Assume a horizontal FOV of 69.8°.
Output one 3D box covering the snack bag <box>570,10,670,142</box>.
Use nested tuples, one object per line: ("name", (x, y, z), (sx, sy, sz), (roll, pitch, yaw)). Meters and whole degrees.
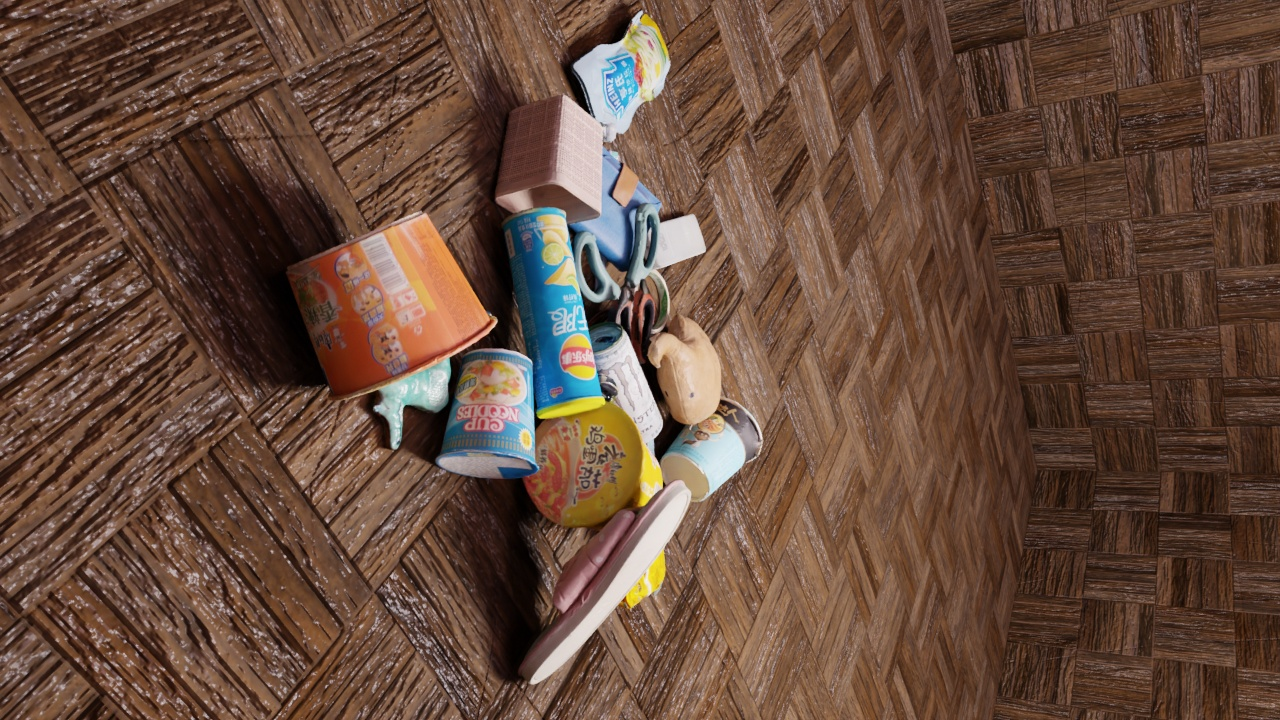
("snack bag", (-0.021, -0.360, 1.160), (0.190, 0.039, 0.110), (-56, 143, -42))

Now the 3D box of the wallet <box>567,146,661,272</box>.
("wallet", (-0.039, -0.184, 1.089), (0.133, 0.040, 0.106), (39, 68, -37))

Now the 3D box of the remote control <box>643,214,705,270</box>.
("remote control", (0.043, -0.162, 1.245), (0.149, 0.021, 0.058), (-26, 99, -57))

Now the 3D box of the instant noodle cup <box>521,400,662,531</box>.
("instant noodle cup", (-0.043, 0.124, 0.999), (0.110, 0.138, 0.137), (47, 49, -61))

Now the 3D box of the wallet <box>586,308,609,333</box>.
("wallet", (-0.050, 0.007, 1.090), (0.124, 0.032, 0.101), (-46, 128, -48))

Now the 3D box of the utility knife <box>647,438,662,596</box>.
("utility knife", (0.016, 0.194, 1.184), (0.030, 0.022, 0.219), (-15, 98, -66))

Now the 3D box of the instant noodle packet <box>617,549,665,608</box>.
("instant noodle packet", (-0.008, 0.227, 1.121), (0.110, 0.044, 0.128), (-14, 103, -63))

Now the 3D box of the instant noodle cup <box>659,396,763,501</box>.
("instant noodle cup", (0.089, 0.125, 1.231), (0.120, 0.111, 0.111), (-42, 121, -43))

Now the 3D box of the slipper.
("slipper", (-0.045, 0.222, 0.946), (0.275, 0.054, 0.114), (-54, 159, 15))

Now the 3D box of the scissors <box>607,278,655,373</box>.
("scissors", (0.000, 0.001, 1.122), (0.206, 0.015, 0.192), (36, 72, -61))

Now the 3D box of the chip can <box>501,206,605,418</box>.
("chip can", (-0.091, -0.049, 0.954), (0.071, 0.071, 0.210), (3, 73, -57))

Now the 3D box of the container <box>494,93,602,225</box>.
("container", (-0.095, -0.214, 0.988), (0.089, 0.090, 0.110), (26, 63, -53))

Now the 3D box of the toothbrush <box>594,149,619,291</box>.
("toothbrush", (-0.043, -0.164, 1.122), (0.029, 0.021, 0.189), (28, 65, -73))

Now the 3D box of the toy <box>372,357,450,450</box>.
("toy", (-0.212, 0.032, 0.841), (0.091, 0.030, 0.096), (-5, 99, -52))

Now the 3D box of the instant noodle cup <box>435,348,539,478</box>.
("instant noodle cup", (-0.145, 0.050, 0.892), (0.099, 0.099, 0.109), (31, 54, -52))

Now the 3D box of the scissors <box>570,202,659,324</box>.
("scissors", (-0.030, -0.113, 1.059), (0.179, 0.019, 0.170), (20, 83, -57))

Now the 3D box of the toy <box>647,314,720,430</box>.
("toy", (0.055, 0.014, 1.146), (0.226, 0.082, 0.143), (-6, 79, -81))

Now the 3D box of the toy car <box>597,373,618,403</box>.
("toy car", (-0.067, 0.036, 1.006), (0.042, 0.091, 0.035), (39, 40, -49))

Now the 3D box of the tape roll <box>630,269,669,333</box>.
("tape roll", (0.011, -0.078, 1.202), (0.085, 0.014, 0.085), (7, 82, -56))

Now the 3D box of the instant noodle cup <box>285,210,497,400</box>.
("instant noodle cup", (-0.209, -0.049, 0.753), (0.151, 0.152, 0.111), (-41, 112, -51))

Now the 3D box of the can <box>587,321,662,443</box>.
("can", (-0.022, 0.029, 1.050), (0.058, 0.058, 0.147), (-59, 140, -40))
